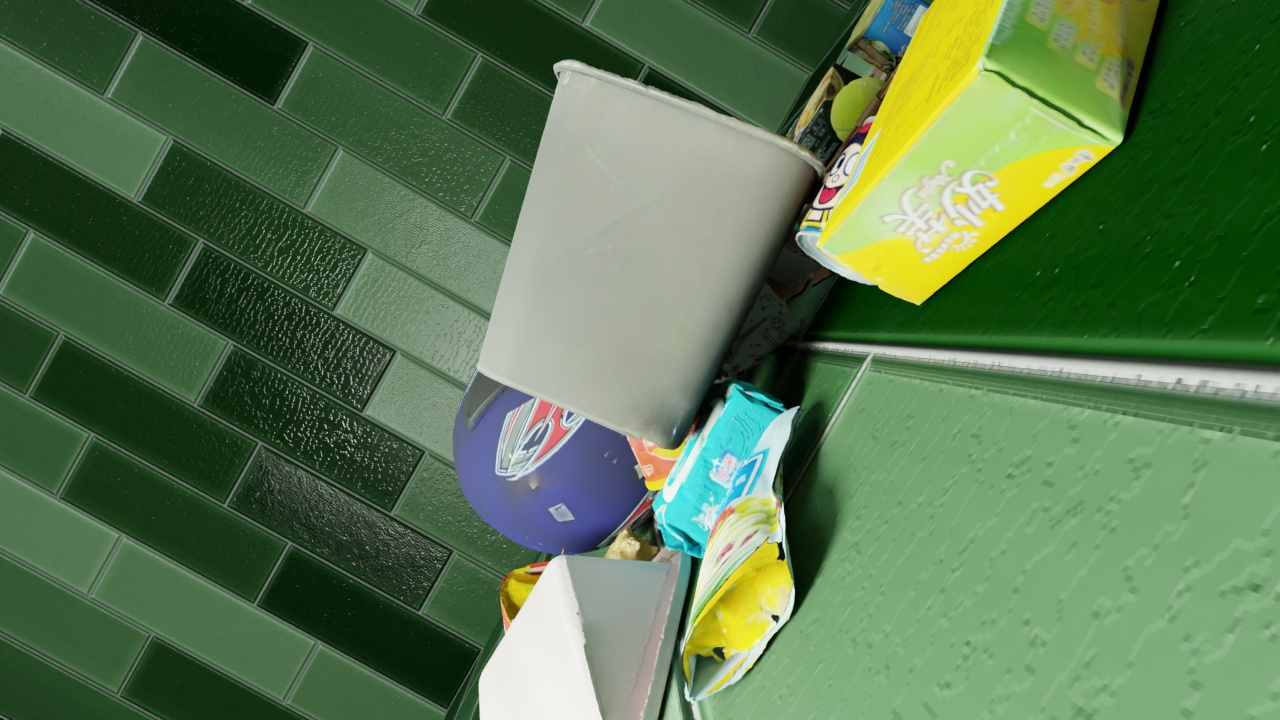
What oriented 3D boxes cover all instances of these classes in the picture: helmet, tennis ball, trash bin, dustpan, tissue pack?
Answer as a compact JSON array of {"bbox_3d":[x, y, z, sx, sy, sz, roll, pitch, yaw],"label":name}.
[{"bbox_3d":[-0.055,0.056,0.991,0.315,0.247,0.241,-58,29,-12],"label":"helmet"},{"bbox_3d":[0.215,-0.236,0.876,0.065,0.065,0.065,-60,2,4],"label":"tennis ball"},{"bbox_3d":[0.002,-0.067,0.676,0.198,0.199,0.220,-10,-58,-82],"label":"trash bin"},{"bbox_3d":[-0.020,0.254,0.660,0.223,0.138,0.273,-57,32,33],"label":"dustpan"},{"bbox_3d":[0.055,0.078,0.668,0.133,0.050,0.093,-61,3,-4],"label":"tissue pack"}]

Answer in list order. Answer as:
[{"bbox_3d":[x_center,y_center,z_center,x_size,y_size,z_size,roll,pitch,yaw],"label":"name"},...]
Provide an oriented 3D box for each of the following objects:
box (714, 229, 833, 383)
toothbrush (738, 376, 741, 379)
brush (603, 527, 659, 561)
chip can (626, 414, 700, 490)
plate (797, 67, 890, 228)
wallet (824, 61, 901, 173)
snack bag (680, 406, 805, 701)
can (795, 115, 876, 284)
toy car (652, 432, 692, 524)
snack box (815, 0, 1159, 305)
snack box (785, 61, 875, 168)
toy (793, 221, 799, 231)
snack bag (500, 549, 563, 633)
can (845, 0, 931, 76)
[{"bbox_3d":[0.086,-0.079,0.856,0.148,0.146,0.181,-37,1,-4],"label":"box"},{"bbox_3d":[0.125,-0.037,1.003,0.017,0.014,0.188,104,-170,-46],"label":"toothbrush"},{"bbox_3d":[-0.052,0.265,0.890,0.083,0.046,0.255,-77,12,-67],"label":"brush"},{"bbox_3d":[-0.005,0.005,0.814,0.073,0.216,0.073,-25,2,1],"label":"chip can"},{"bbox_3d":[0.232,-0.244,1.055,0.229,0.028,0.229,-59,3,4],"label":"plate"},{"bbox_3d":[0.212,-0.209,0.744,0.107,0.031,0.132,-34,-18,-42],"label":"wallet"},{"bbox_3d":[0.060,0.099,0.522,0.190,0.039,0.110,-64,-4,-69],"label":"snack bag"},{"bbox_3d":[0.153,-0.106,0.608,0.093,0.066,0.066,-60,2,-4],"label":"can"},{"bbox_3d":[0.045,0.097,0.736,0.090,0.043,0.034,-60,8,-14],"label":"toy car"},{"bbox_3d":[0.185,-0.152,0.473,0.209,0.070,0.158,-61,3,-27],"label":"snack box"},{"bbox_3d":[0.200,-0.254,1.009,0.114,0.053,0.125,-57,10,47],"label":"snack box"},{"bbox_3d":[0.145,-0.138,0.992,0.162,0.050,0.156,77,-176,-47],"label":"toy"},{"bbox_3d":[-0.107,0.274,0.895,0.208,0.073,0.128,105,-174,-49],"label":"snack bag"},{"bbox_3d":[0.235,-0.284,0.813,0.057,0.083,0.102,-60,3,9],"label":"can"}]
